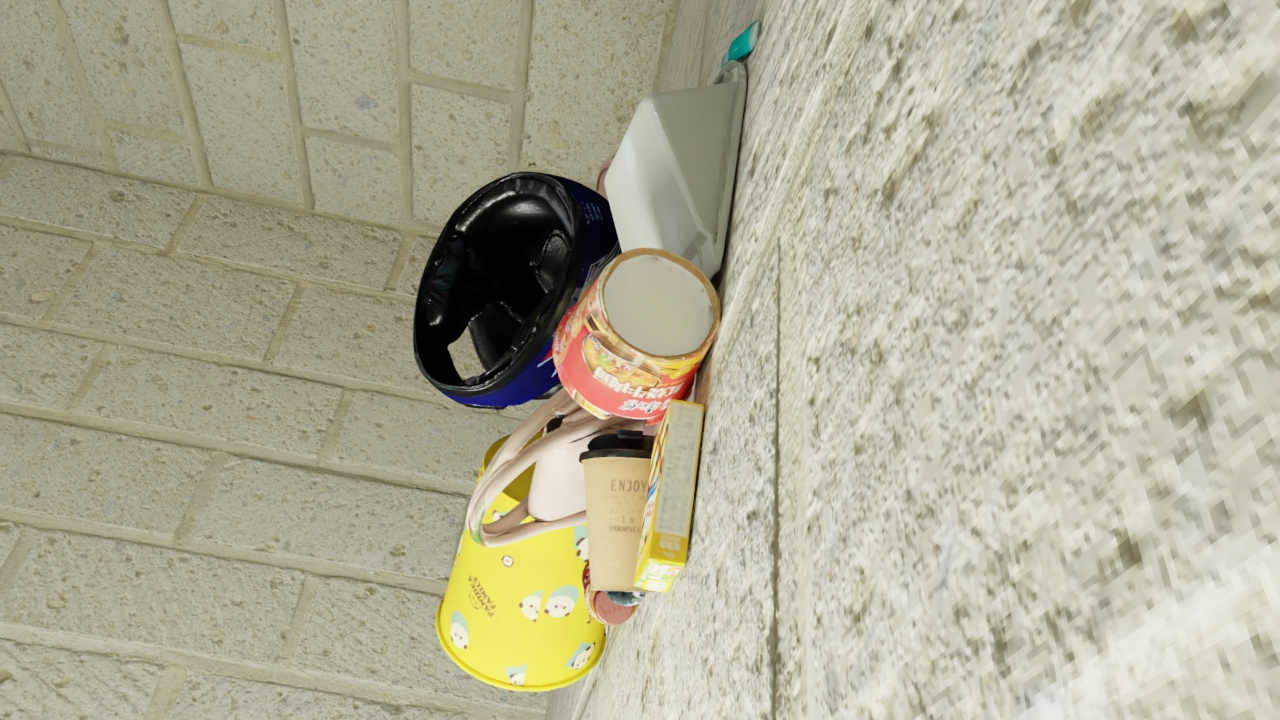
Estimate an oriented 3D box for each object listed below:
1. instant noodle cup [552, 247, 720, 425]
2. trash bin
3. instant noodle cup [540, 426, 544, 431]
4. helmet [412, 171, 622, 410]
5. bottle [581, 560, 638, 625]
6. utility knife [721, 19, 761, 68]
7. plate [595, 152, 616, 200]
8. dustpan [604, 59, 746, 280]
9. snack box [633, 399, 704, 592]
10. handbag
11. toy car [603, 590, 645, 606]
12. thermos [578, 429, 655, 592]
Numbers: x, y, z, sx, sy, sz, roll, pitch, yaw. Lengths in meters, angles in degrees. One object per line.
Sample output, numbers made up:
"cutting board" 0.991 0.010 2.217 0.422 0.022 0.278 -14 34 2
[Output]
"instant noodle cup" 0.001 -0.027 0.802 0.109 0.138 0.137 123 159 -58
"trash bin" -0.129 0.245 1.176 0.229 0.229 0.256 -87 11 -65
"instant noodle cup" -0.061 0.107 1.290 0.193 0.066 0.194 -36 -43 -42
"helmet" -0.129 -0.069 1.155 0.315 0.248 0.240 -69 -26 -13
"bottle" -0.034 0.249 0.998 0.175 0.057 0.057 141 140 -84
"utility knife" 0.103 -0.329 0.966 0.218 0.013 0.029 -111 30 -78
"plate" -0.016 -0.167 1.248 0.230 0.028 0.229 164 90 -74
"dustpan" 0.061 -0.174 0.947 0.223 0.142 0.257 129 125 -64
"snack box" 0.024 0.113 0.761 0.087 0.033 0.140 107 171 -62
"handbag" -0.081 0.109 0.941 0.233 0.093 0.194 -26 -31 -35
"toy car" -0.008 0.198 0.907 0.034 0.043 0.090 52 -134 -58
"thermos" -0.014 0.141 0.852 0.093 0.093 0.143 116 157 -75
